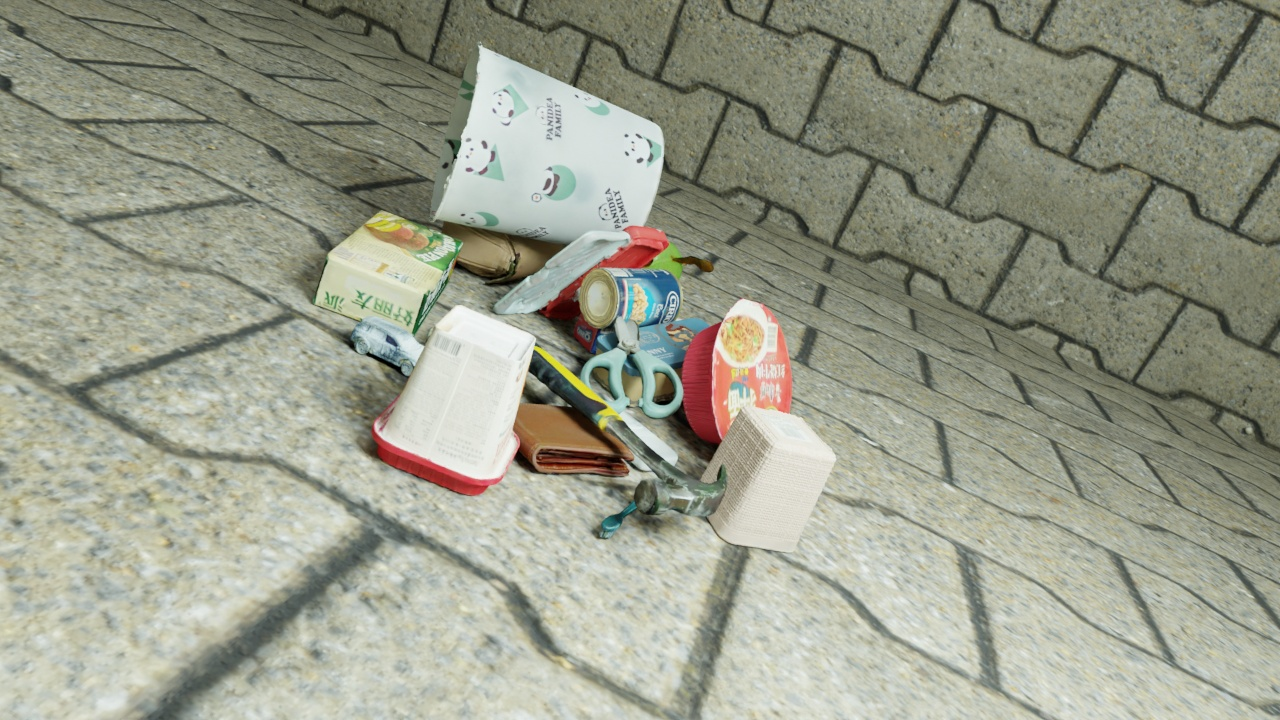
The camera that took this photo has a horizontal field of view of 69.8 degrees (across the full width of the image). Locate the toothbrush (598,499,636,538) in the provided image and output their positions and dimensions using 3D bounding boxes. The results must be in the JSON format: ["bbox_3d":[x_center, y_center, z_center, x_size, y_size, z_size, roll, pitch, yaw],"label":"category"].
[{"bbox_3d":[0.003,0.131,0.857,0.016,0.018,0.191,29,17,15],"label":"toothbrush"}]

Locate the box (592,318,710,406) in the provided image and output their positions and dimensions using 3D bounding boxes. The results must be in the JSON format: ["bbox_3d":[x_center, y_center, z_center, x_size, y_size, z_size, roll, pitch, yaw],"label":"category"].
[{"bbox_3d":[0.024,0.001,1.115,0.183,0.060,0.090,-12,37,-39],"label":"box"}]

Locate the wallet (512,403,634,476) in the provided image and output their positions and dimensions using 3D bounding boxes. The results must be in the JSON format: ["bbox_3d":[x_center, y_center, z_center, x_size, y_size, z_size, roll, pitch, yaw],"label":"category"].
[{"bbox_3d":[-0.079,0.074,0.892,0.124,0.032,0.101,9,21,-40],"label":"wallet"}]

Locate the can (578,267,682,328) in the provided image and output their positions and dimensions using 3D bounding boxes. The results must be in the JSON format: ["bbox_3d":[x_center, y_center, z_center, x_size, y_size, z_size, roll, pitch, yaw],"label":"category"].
[{"bbox_3d":[-0.013,-0.077,1.142,0.111,0.075,0.075,-3,32,-42],"label":"can"}]

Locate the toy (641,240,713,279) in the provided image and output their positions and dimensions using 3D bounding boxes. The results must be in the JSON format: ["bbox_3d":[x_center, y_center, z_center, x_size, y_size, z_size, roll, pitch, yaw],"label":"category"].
[{"bbox_3d":[-0.010,-0.145,1.396,0.226,0.090,0.247,-4,7,-31],"label":"toy"}]

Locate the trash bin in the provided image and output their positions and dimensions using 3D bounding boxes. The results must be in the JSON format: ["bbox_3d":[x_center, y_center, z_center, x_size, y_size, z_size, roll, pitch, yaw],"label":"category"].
[{"bbox_3d":[-0.121,-0.254,1.185,0.251,0.230,0.229,15,21,-20],"label":"trash bin"}]

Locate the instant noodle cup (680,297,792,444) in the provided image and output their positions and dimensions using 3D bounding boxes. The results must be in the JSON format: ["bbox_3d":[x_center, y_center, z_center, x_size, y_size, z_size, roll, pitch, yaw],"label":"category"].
[{"bbox_3d":[0.106,0.027,1.057,0.066,0.194,0.193,-1,2,35],"label":"instant noodle cup"}]

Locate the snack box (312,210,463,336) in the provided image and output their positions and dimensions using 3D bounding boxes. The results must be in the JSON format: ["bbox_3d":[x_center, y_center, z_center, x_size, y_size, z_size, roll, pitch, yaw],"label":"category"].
[{"bbox_3d":[-0.289,-0.108,1.082,0.114,0.063,0.239,21,19,-9],"label":"snack box"}]

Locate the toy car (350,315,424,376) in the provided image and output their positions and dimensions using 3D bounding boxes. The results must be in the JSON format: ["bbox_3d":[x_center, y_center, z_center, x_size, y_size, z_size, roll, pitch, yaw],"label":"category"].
[{"bbox_3d":[-0.247,-0.015,0.927,0.090,0.034,0.042,27,16,6],"label":"toy car"}]

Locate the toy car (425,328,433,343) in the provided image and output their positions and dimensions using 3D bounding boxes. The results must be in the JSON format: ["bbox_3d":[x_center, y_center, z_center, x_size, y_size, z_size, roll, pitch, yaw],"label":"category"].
[{"bbox_3d":[-0.202,-0.019,0.992,0.049,0.031,0.105,26,14,-5],"label":"toy car"}]

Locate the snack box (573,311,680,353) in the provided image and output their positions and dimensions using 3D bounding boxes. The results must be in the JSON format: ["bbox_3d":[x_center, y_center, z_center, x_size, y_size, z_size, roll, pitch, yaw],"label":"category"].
[{"bbox_3d":[0.014,-0.031,1.243,0.207,0.057,0.058,9,22,-36],"label":"snack box"}]

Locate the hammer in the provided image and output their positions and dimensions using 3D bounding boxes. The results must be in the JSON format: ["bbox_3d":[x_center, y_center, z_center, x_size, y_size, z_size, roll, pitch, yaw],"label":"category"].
[{"bbox_3d":[-0.036,0.056,0.896,0.126,0.032,0.323,10,19,-43],"label":"hammer"}]

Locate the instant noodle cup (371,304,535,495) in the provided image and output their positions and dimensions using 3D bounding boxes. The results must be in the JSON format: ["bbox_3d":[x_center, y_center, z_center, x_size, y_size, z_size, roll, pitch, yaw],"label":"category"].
[{"bbox_3d":[-0.149,0.030,0.778,0.116,0.124,0.116,23,19,-3],"label":"instant noodle cup"}]

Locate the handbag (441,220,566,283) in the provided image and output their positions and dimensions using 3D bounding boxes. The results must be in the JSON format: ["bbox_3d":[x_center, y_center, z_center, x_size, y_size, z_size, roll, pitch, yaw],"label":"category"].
[{"bbox_3d":[-0.186,-0.171,1.314,0.148,0.100,0.204,32,30,23],"label":"handbag"}]

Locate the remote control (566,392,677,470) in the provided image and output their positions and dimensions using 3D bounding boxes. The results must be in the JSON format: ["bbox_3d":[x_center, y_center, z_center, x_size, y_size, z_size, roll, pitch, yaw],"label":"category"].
[{"bbox_3d":[-0.021,0.074,0.972,0.055,0.020,0.136,3,27,-49],"label":"remote control"}]

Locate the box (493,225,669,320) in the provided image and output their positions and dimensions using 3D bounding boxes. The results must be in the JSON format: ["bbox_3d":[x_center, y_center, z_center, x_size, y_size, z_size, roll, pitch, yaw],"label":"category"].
[{"bbox_3d":[-0.076,-0.110,1.166,0.157,0.202,0.038,2,63,-48],"label":"box"}]

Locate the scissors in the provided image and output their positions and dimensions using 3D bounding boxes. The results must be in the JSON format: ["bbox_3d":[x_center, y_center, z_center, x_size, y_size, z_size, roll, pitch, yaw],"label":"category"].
[{"bbox_3d":[0.001,0.004,1.029,0.139,0.019,0.179,11,38,-2],"label":"scissors"}]

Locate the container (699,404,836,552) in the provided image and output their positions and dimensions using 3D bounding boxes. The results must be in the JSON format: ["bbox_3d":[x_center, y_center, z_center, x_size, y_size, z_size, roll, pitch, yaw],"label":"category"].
[{"bbox_3d":[0.122,0.112,0.895,0.090,0.111,0.090,14,21,-26],"label":"container"}]
